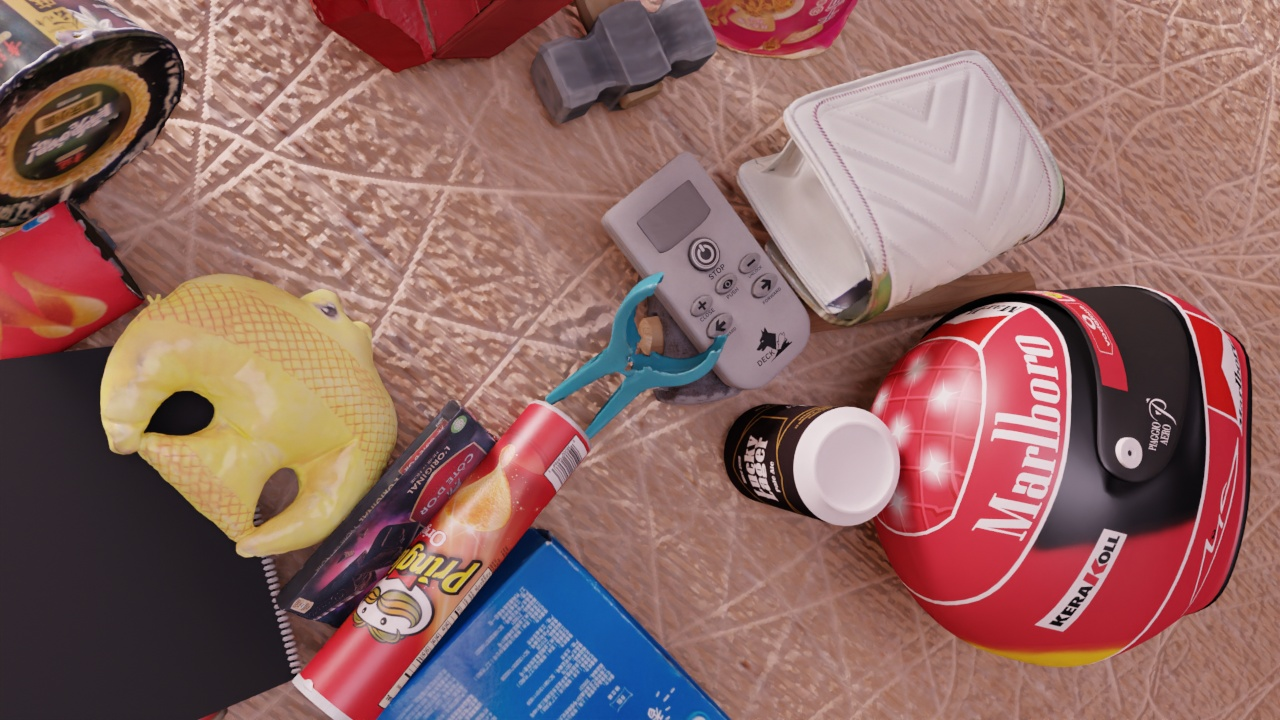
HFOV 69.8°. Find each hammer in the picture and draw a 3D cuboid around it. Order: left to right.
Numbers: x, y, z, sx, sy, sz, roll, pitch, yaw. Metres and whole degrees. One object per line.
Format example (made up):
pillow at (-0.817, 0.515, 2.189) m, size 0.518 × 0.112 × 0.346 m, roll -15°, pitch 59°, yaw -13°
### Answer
hammer at (-0.067, -0.320, 0.601) m, size 0.117 × 0.051 × 0.323 m, roll -26°, pitch 94°, yaw -17°
hammer at (0.153, -0.038, 0.664) m, size 0.327 × 0.052 × 0.098 m, roll -9°, pitch 92°, yaw -20°

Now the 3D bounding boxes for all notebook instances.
notebook at (-0.276, 0.095, 0.486) m, size 0.148 × 0.016 × 0.206 m, roll -12°, pitch 84°, yaw -47°

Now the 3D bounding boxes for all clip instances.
clip at (0.011, 0.011, 0.583) m, size 0.121 × 0.031 × 0.130 m, roll 26°, pitch 122°, yaw 0°

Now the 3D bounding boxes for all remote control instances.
remote control at (0.048, -0.053, 0.586) m, size 0.074 × 0.019 × 0.151 m, roll -42°, pitch 102°, yaw -17°

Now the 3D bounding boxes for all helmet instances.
helmet at (0.264, 0.062, 0.614) m, size 0.224 × 0.198 × 0.270 m, roll 17°, pitch 79°, yaw -20°

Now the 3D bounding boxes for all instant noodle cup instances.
instant noodle cup at (-0.334, -0.157, 0.479) m, size 0.112 × 0.137 × 0.137 m, roll 44°, pitch 77°, yaw -3°
instant noodle cup at (0.098, -0.310, 0.633) m, size 0.178 × 0.078 × 0.178 m, roll 1°, pitch 88°, yaw -17°

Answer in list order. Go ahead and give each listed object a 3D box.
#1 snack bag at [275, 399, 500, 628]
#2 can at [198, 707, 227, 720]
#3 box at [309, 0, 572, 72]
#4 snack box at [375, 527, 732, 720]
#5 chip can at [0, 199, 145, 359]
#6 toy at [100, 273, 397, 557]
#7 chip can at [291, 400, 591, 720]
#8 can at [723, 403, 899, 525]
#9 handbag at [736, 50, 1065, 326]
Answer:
snack bag at (-0.149, 0.094, 0.556) m, size 0.018 × 0.075 × 0.155 m, roll 34°, pitch 78°, yaw 23°
can at (-0.298, 0.140, 0.509) m, size 0.067 × 0.067 × 0.170 m, roll -30°, pitch 97°, yaw -16°
box at (-0.114, -0.270, 0.537) m, size 0.156 × 0.147 × 0.157 m, roll -16°, pitch 94°, yaw 1°
snack box at (-0.080, 0.258, 0.579) m, size 0.238 × 0.056 × 0.195 m, roll -45°, pitch 101°, yaw -14°
chip can at (-0.384, 0.004, 0.483) m, size 0.232 × 0.073 × 0.073 m, roll -37°, pitch 99°, yaw -15°
toy at (-0.211, 0.021, 0.526) m, size 0.170 × 0.065 × 0.154 m, roll 51°, pitch 51°, yaw -27°
chip can at (-0.113, 0.119, 0.555) m, size 0.052 × 0.052 × 0.214 m, roll 44°, pitch 67°, yaw -12°
can at (0.107, 0.065, 0.601) m, size 0.072 × 0.129 × 0.072 m, roll 0°, pitch 89°, yaw -17°
handbag at (0.180, -0.115, 0.625) m, size 0.198 × 0.096 × 0.142 m, roll -22°, pitch 79°, yaw -29°
